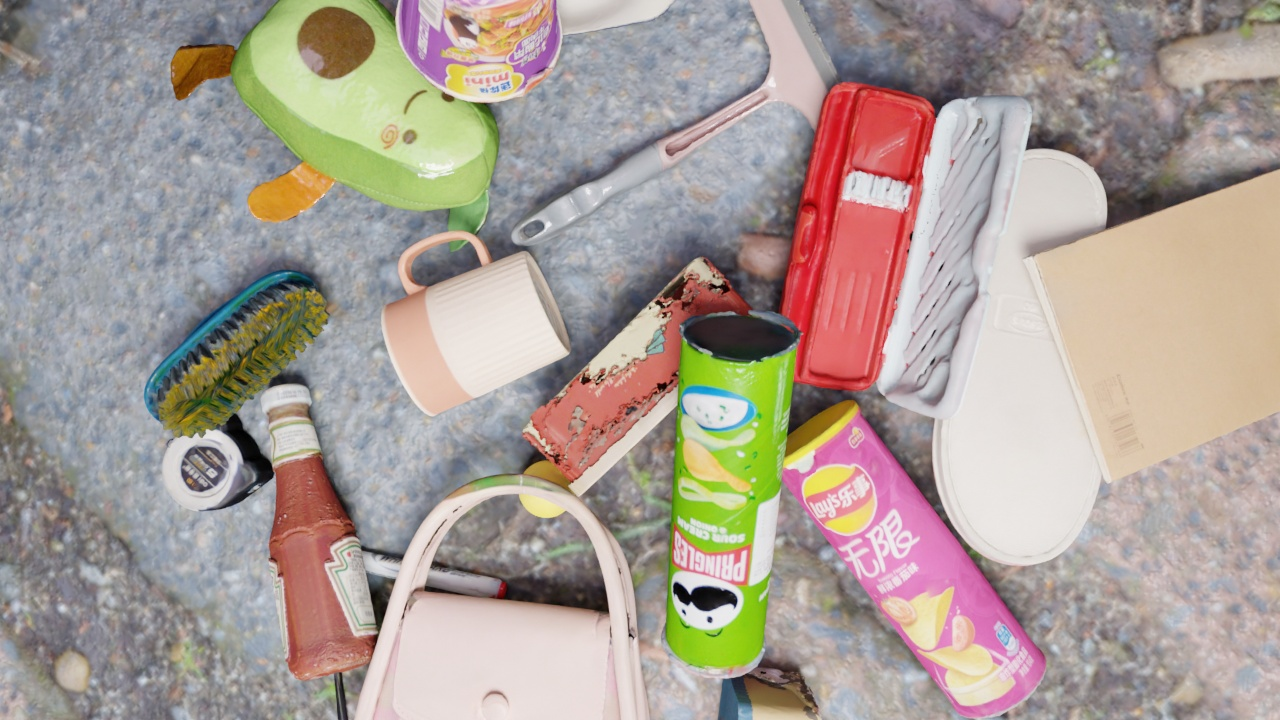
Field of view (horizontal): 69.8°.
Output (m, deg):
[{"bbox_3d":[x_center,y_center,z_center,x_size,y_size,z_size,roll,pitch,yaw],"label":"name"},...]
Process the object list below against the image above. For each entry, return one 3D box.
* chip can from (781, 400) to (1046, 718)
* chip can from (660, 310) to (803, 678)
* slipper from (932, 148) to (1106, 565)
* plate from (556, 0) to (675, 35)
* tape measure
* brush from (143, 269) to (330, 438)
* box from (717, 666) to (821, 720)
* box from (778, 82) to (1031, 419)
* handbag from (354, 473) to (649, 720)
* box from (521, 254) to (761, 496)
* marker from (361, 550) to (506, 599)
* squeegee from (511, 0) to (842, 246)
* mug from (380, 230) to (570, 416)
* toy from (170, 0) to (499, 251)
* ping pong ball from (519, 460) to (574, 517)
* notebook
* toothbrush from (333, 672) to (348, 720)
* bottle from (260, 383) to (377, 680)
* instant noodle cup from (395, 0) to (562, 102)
[{"bbox_3d":[0.174,0.129,0.603,0.071,0.071,0.210,-37,91,5],"label":"chip can"},{"bbox_3d":[0.054,0.087,0.576,0.072,0.072,0.236,5,116,6],"label":"chip can"},{"bbox_3d":[0.252,-0.003,0.609,0.114,0.054,0.274,5,86,4],"label":"slipper"},{"bbox_3d":[-0.054,-0.308,0.651,0.164,0.034,0.164,-5,90,6],"label":"plate"},{"bbox_3d":[-0.317,0.078,0.681,0.066,0.033,0.065,-34,85,3],"label":"tape measure"},{"bbox_3d":[-0.293,-0.012,0.660,0.143,0.055,0.073,-45,48,-12],"label":"brush"},{"bbox_3d":[0.077,0.305,0.613,0.060,0.090,0.184,9,90,-1],"label":"box"},{"bbox_3d":[0.162,-0.072,0.585,0.119,0.098,0.201,9,99,-6],"label":"box"},{"bbox_3d":[-0.087,0.192,0.625,0.193,0.093,0.234,4,92,5],"label":"handbag"},{"bbox_3d":[-0.004,0.004,0.618,0.168,0.091,0.076,-44,89,4],"label":"box"},{"bbox_3d":[-0.170,0.155,0.674,0.145,0.017,0.017,10,91,6],"label":"marker"},{"bbox_3d":[0.019,-0.147,0.640,0.250,0.040,0.247,-29,99,5],"label":"squeegee"},{"bbox_3d":[-0.118,-0.034,0.635,0.106,0.081,0.114,-22,90,4],"label":"mug"},{"bbox_3d":[-0.198,-0.187,0.637,0.247,0.090,0.226,34,79,2],"label":"toy"},{"bbox_3d":[-0.066,0.091,0.650,0.040,0.040,0.040,0,90,6],"label":"ping pong ball"},{"bbox_3d":[0.361,-0.027,0.588,0.211,0.012,0.149,-19,89,-12],"label":"notebook"},{"bbox_3d":[-0.219,0.291,0.681,0.015,0.018,0.181,-7,91,3],"label":"toothbrush"},{"bbox_3d":[-0.234,0.117,0.648,0.060,0.060,0.206,-19,75,6],"label":"bottle"},{"bbox_3d":[-0.099,-0.236,0.575,0.111,0.099,0.111,3,76,-11],"label":"instant noodle cup"}]
